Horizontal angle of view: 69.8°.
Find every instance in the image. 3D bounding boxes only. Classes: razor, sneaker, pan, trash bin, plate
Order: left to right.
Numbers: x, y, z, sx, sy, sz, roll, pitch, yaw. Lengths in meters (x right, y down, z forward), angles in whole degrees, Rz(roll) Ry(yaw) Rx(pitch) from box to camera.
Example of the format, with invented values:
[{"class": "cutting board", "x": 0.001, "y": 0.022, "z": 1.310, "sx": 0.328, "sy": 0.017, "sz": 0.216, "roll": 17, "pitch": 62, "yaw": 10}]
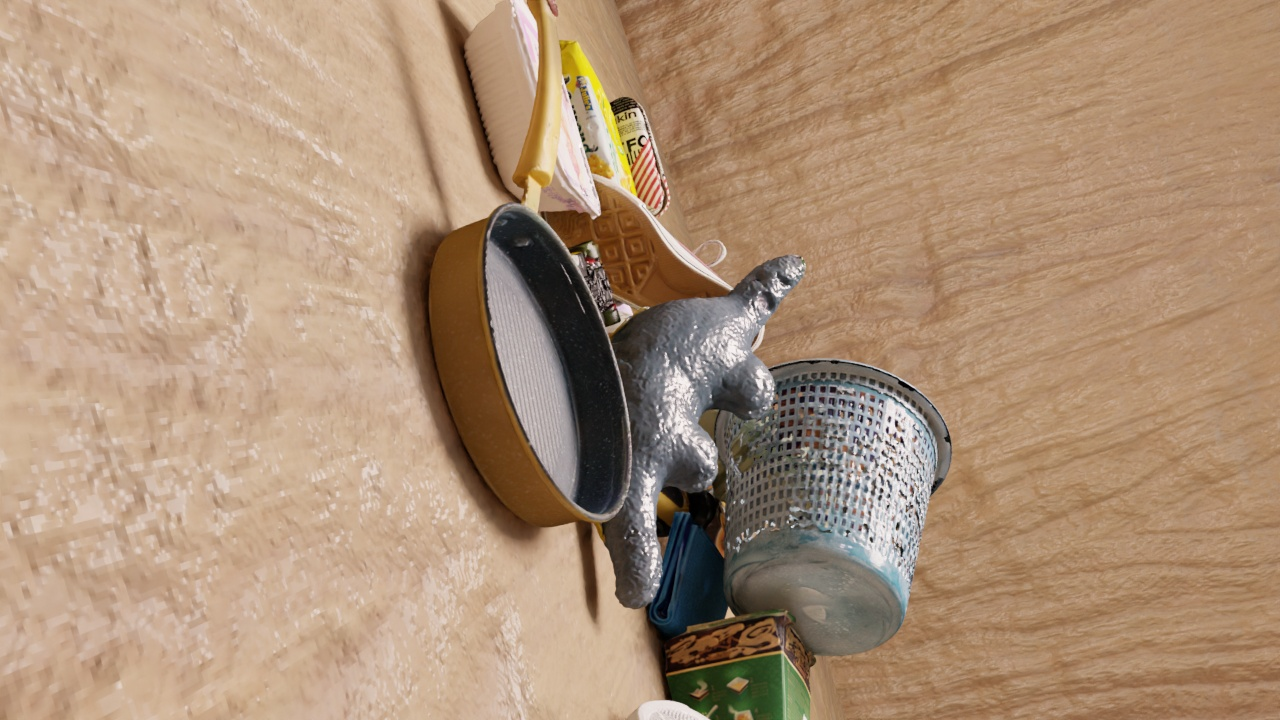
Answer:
[{"class": "pan", "x": -0.061, "y": -0.075, "z": 0.573, "sx": 0.197, "sy": 0.078, "sz": 0.357, "roll": 33, "pitch": 43, "yaw": -68}, {"class": "sneaker", "x": 0.014, "y": -0.086, "z": 0.870, "sx": 0.241, "sy": 0.118, "sz": 0.087, "roll": 37, "pitch": 7, "yaw": 2}, {"class": "razor", "x": 0.019, "y": 0.122, "z": 0.824, "sx": 0.167, "sy": 0.068, "sz": 0.062, "roll": 47, "pitch": 26, "yaw": -56}, {"class": "sneaker", "x": 0.050, "y": 0.308, "z": 0.620, "sx": 0.242, "sy": 0.090, "sz": 0.089, "roll": 42, "pitch": -5, "yaw": -36}, {"class": "plate", "x": 0.108, "y": 0.108, "z": 1.015, "sx": 0.027, "sy": 0.230, "sz": 0.230, "roll": -53, "pitch": 138, "yaw": -27}, {"class": "trash bin", "x": 0.162, "y": 0.143, "z": 0.826, "sx": 0.194, "sy": 0.227, "sz": 0.227, "roll": -69, "pitch": 144, "yaw": -47}]

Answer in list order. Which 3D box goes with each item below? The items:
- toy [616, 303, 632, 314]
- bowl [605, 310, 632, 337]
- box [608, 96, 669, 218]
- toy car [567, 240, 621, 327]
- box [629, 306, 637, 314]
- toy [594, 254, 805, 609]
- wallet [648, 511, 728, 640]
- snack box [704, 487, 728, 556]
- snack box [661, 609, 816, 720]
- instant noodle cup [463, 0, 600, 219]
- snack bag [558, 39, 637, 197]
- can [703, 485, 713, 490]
[{"class": "toy", "x": -0.025, "y": -0.040, "z": 0.933, "sx": 0.108, "sy": 0.039, "sz": 0.083, "roll": 66, "pitch": 14, "yaw": 2}, {"class": "bowl", "x": -0.005, "y": 0.005, "z": 0.834, "sx": 0.113, "sy": 0.062, "sz": 0.113, "roll": 142, "pitch": -68, "yaw": -90}, {"class": "box", "x": -0.013, "y": -0.243, "z": 1.108, "sx": 0.060, "sy": 0.072, "sz": 0.164, "roll": 67, "pitch": 5, "yaw": -72}, {"class": "toy car", "x": -0.060, "y": -0.049, "z": 0.711, "sx": 0.155, "sy": 0.041, "sz": 0.071, "roll": -36, "pitch": 109, "yaw": -65}, {"class": "box", "x": 0.012, "y": -0.039, "z": 1.095, "sx": 0.184, "sy": 0.062, "sz": 0.090, "roll": -93, "pitch": 164, "yaw": -53}, {"class": "toy", "x": 0.027, "y": 0.024, "z": 0.725, "sx": 0.355, "sy": 0.138, "sz": 0.091, "roll": -56, "pitch": 157, "yaw": -34}, {"class": "wallet", "x": 0.046, "y": 0.208, "z": 0.819, "sx": 0.133, "sy": 0.040, "sz": 0.106, "roll": 62, "pitch": 37, "yaw": -50}, {"class": "snack box", "x": 0.094, "y": 0.232, "z": 1.117, "sx": 0.113, "sy": 0.053, "sz": 0.125, "roll": -57, "pitch": 123, "yaw": -79}, {"class": "snack box", "x": 0.086, "y": 0.282, "z": 0.744, "sx": 0.118, "sy": 0.118, "sz": 0.105, "roll": 59, "pitch": 20, "yaw": -46}, {"class": "instant noodle cup", "x": -0.094, "y": -0.205, "z": 0.772, "sx": 0.138, "sy": 0.060, "sz": 0.173, "roll": 28, "pitch": 43, "yaw": -77}, {"class": "snack bag", "x": -0.053, "y": -0.212, "z": 1.011, "sx": 0.158, "sy": 0.068, "sz": 0.246, "roll": 46, "pitch": 27, "yaw": -72}, {"class": "can", "x": 0.092, "y": 0.138, "z": 1.240, "sx": 0.146, "sy": 0.058, "sz": 0.058, "roll": 56, "pitch": 18, "yaw": -60}]
